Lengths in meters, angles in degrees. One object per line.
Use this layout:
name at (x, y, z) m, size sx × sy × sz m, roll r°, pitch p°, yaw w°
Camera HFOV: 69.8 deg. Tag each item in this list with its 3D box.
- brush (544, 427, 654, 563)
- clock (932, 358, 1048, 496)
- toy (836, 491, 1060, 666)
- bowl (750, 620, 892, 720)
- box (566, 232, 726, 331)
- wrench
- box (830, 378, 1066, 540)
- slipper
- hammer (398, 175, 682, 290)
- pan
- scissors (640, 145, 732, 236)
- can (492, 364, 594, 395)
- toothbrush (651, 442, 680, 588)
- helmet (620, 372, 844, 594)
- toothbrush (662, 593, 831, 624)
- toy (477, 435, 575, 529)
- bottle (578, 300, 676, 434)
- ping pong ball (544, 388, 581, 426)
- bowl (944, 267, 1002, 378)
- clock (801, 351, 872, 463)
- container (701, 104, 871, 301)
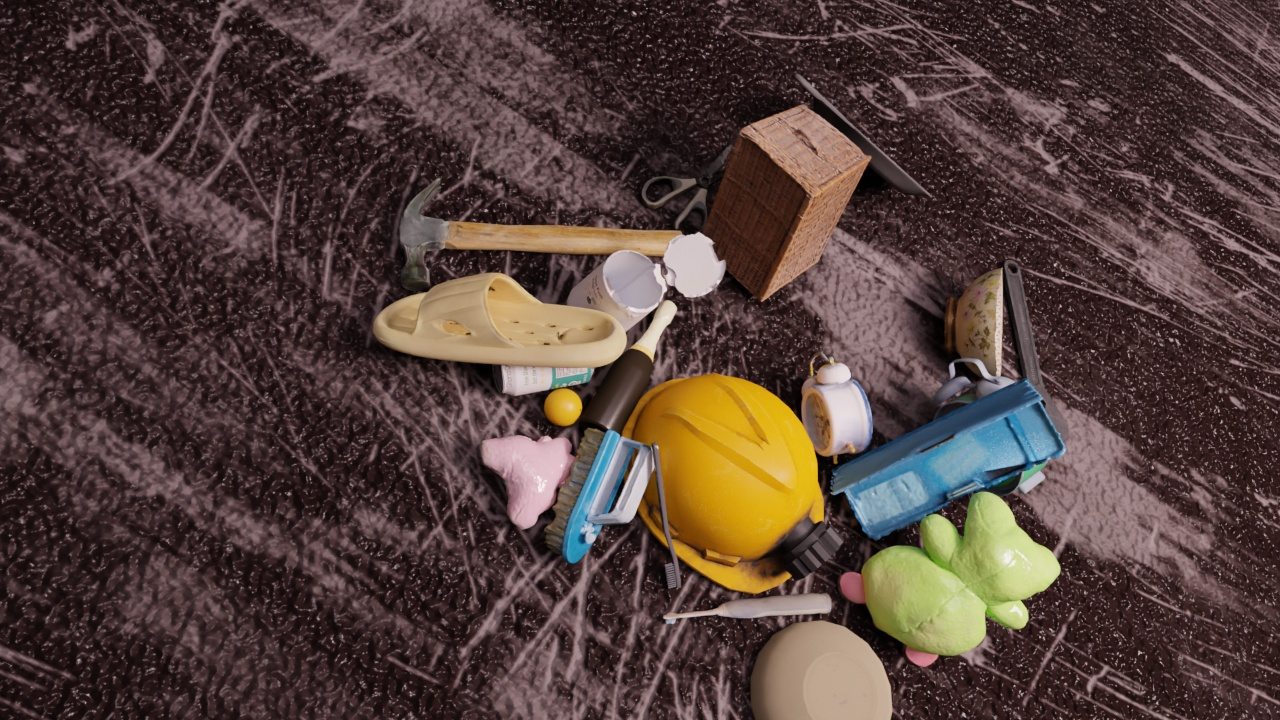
brush at (-0.041, 0.141, 0.921) m, size 0.075 × 0.055 × 0.135 m, roll 16°, pitch 75°, yaw 32°
clock at (0.394, 0.074, 1.056) m, size 0.075 × 0.122 × 0.161 m, roll -27°, pitch 101°, yaw -26°
toy at (0.325, 0.234, 0.954) m, size 0.197 × 0.107 × 0.150 m, roll -42°, pitch 87°, yaw 6°
bowl at (0.191, 0.339, 0.931) m, size 0.152 × 0.051 × 0.152 m, roll 6°, pitch 66°, yaw -14°
box at (0.004, -0.082, 1.008) m, size 0.136 × 0.147 × 0.084 m, roll -7°, pitch 75°, yaw -31°
wrench at (0.504, -0.011, 1.194) m, size 0.073 × 0.018 × 0.272 m, roll 6°, pitch 65°, yaw -14°
box at (0.322, 0.113, 0.961) m, size 0.232 × 0.112 × 0.094 m, roll -28°, pitch 89°, yaw 17°
slipper at (-0.142, -0.051, 0.942) m, size 0.261 × 0.079 × 0.111 m, roll 7°, pitch 31°, yaw 3°
hammer at (-0.109, -0.142, 1.058) m, size 0.330 × 0.033 × 0.132 m, roll 0°, pitch 67°, yaw -18°
pan at (0.253, -0.274, 1.113) m, size 0.216 × 0.024 × 0.354 m, roll 51°, pitch 20°, yaw 25°
scissors at (0.066, -0.223, 1.153) m, size 0.150 × 0.013 × 0.164 m, roll 13°, pitch 67°, yaw -12°
can at (-0.104, 0.005, 0.982) m, size 0.101 × 0.055 × 0.055 m, roll -10°, pitch 71°, yaw -21°
toothbrush at (0.025, 0.159, 0.927) m, size 0.013 × 0.013 × 0.167 m, roll -11°, pitch 110°, yaw -10°
helmet at (0.104, 0.109, 0.959) m, size 0.204 × 0.132 × 0.255 m, roll -37°, pitch 81°, yaw -26°
toothbrush at (0.112, 0.260, 0.958) m, size 0.185 × 0.024 × 0.022 m, roll -1°, pitch 29°, yaw -17°
toy at (-0.107, 0.112, 0.937) m, size 0.095 × 0.053 × 0.099 m, roll -23°, pitch 81°, yaw -27°
bottle at (-0.006, 0.006, 1.016) m, size 0.045 × 0.045 × 0.184 m, roll 31°, pitch 63°, yaw -2°
ping pong ball at (-0.083, 0.050, 0.978) m, size 0.040 × 0.040 × 0.040 m, roll 6°, pitch 66°, yaw -14°
bowl at (0.413, -0.042, 1.136) m, size 0.063 × 0.145 × 0.145 m, roll 1°, pitch 61°, yaw 25°
clock at (0.218, 0.051, 1.042) m, size 0.052 × 0.089 × 0.125 m, roll -10°, pitch 72°, yaw -14°
container at (0.164, -0.183, 1.063) m, size 0.112 × 0.199 × 0.114 m, roll -32°, pitch 68°, yaw -30°
